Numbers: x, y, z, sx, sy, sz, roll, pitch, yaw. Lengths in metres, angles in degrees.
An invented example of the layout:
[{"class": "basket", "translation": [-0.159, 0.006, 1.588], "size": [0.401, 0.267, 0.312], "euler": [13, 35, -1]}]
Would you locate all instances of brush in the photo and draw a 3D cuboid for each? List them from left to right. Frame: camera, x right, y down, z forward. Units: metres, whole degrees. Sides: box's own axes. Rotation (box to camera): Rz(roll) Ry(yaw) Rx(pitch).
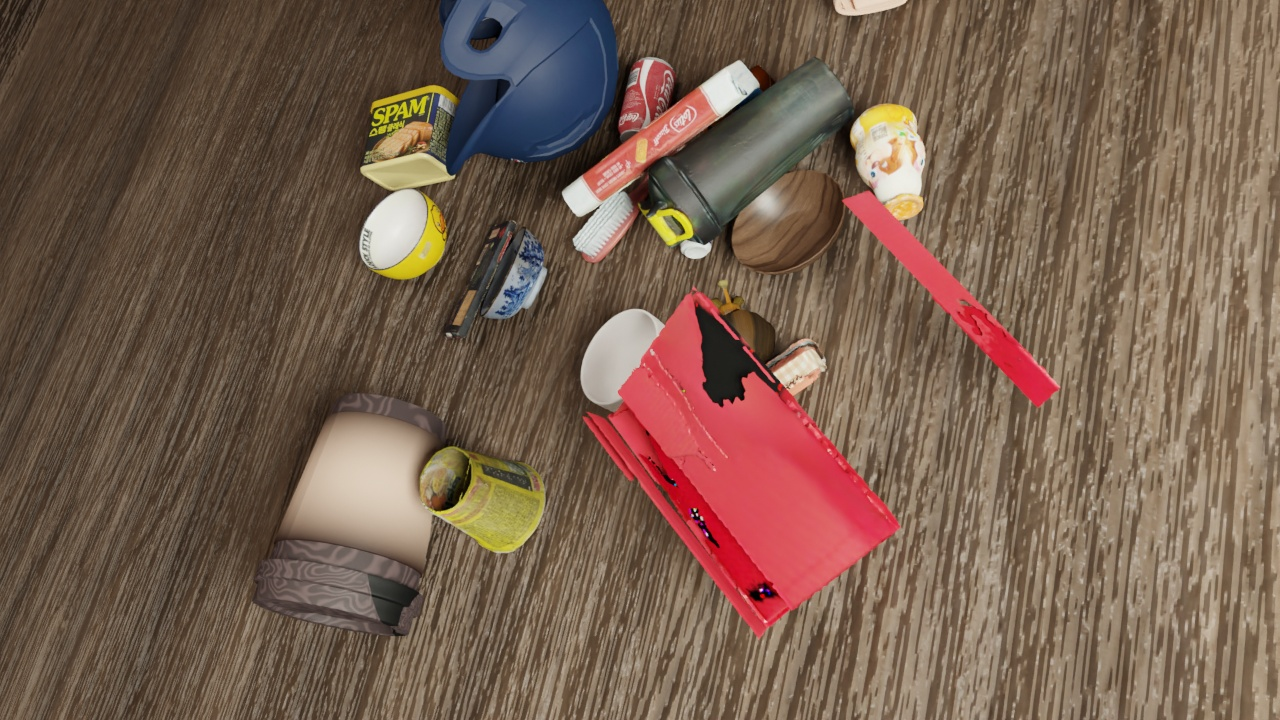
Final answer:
[{"class": "brush", "translation": [-0.013, -0.183, 1.034], "size": [0.172, 0.030, 0.041], "euler": [-49, 53, 5]}]

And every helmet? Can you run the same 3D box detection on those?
[{"class": "helmet", "translation": [-0.144, -0.327, 1.066], "size": [0.273, 0.223, 0.232], "euler": [-49, 28, 17]}]

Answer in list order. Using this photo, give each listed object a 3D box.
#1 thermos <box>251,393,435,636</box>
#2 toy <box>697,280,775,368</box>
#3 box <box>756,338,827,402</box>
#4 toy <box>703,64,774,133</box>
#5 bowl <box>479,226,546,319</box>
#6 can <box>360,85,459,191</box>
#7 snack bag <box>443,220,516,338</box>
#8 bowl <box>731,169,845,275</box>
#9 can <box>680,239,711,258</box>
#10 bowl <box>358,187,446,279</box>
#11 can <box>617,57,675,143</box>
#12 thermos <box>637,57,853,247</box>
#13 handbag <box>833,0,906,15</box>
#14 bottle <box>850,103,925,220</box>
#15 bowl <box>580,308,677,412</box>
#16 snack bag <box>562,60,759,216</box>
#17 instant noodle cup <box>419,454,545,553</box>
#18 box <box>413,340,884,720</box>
[{"class": "thermos", "translation": [-0.298, 0.164, 0.988], "size": [0.173, 0.172, 0.225], "euler": [-6, 60, 31]}, {"class": "toy", "translation": [0.090, -0.034, 0.890], "size": [0.076, 0.063, 0.100], "euler": [-5, 52, -10]}, {"class": "box", "translation": [0.090, 0.043, 0.856], "size": [0.187, 0.054, 0.078], "euler": [-36, 23, 13]}, {"class": "toy", "translation": [0.106, -0.279, 0.999], "size": [0.090, 0.070, 0.102], "euler": [-36, 31, 30]}, {"class": "bowl", "translation": [-0.139, -0.093, 1.052], "size": [0.114, 0.045, 0.114], "euler": [-55, 19, 29]}, {"class": "can", "translation": [-0.307, -0.298, 1.246], "size": [0.135, 0.075, 0.104], "euler": [-4, 70, 31]}, {"class": "snack bag", "translation": [-0.193, -0.096, 1.100], "size": [0.075, 0.018, 0.155], "euler": [5, 71, 66]}, {"class": "bowl", "translation": [0.150, -0.128, 0.900], "size": [0.119, 0.032, 0.119], "euler": [-19, 53, 27]}, {"class": "can", "translation": [0.057, -0.155, 0.975], "size": [0.032, 0.032, 0.095], "euler": [-15, 62, 27]}, {"class": "bowl", "translation": [-0.295, -0.154, 1.178], "size": [0.117, 0.067, 0.117], "euler": [-13, 63, 27]}, {"class": "can", "translation": [0.007, -0.294, 1.054], "size": [0.054, 0.054, 0.096], "euler": [0, 70, 33]}, {"class": "thermos", "translation": [0.099, -0.198, 0.896], "size": [0.221, 0.098, 0.098], "euler": [-36, 55, 7]}, {"class": "handbag", "translation": [0.223, -0.472, 0.909], "size": [0.117, 0.187, 0.198], "euler": [-11, 69, 21]}, {"class": "bottle", "translation": [0.234, -0.184, 0.856], "size": [0.063, 0.063, 0.109], "euler": [-17, 62, 26]}, {"class": "bowl", "translation": [-0.005, 0.005, 0.926], "size": [0.105, 0.054, 0.104], "euler": [-26, 49, 34]}, {"class": "snack bag", "translation": [0.018, -0.228, 0.950], "size": [0.226, 0.077, 0.041], "euler": [-33, 100, 29]}, {"class": "instant noodle cup", "translation": [-0.167, 0.138, 0.943], "size": [0.102, 0.108, 0.102], "euler": [-13, 62, 25]}, {"class": "box", "translation": [0.026, 0.099, 0.631], "size": [0.108, 0.408, 0.211], "euler": [-45, 73, 22]}]
